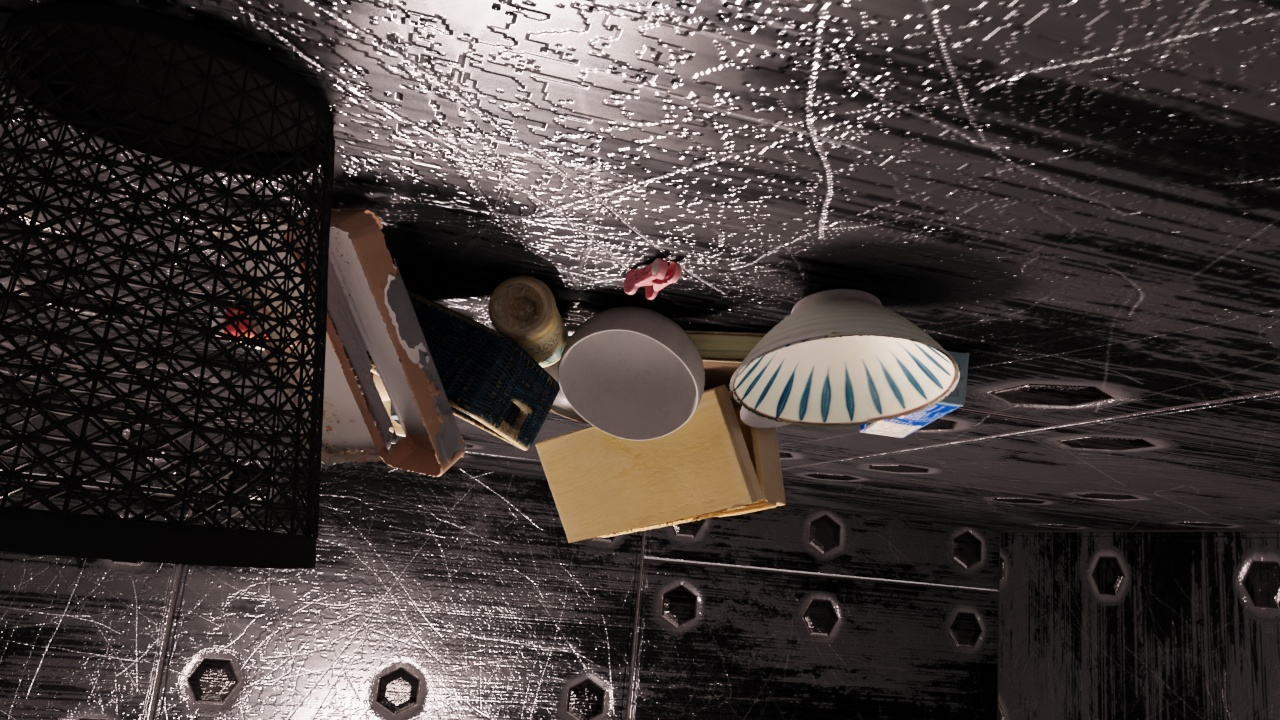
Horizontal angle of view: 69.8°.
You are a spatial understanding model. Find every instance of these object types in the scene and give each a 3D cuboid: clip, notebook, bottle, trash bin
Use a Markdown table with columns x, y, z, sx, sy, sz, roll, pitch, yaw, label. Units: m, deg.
| x | y | z | sx | sy | sz | roll | pitch | yaw | label |
| --- | --- | --- | --- | --- | --- | --- | --- | --- | --- |
| 0.015 | -0.063 | 0.716 | 0.038 | 0.022 | 0.059 | 15 | 163 | -23 | clip |
| 0.063 | 0.005 | 0.970 | 0.216 | 0.034 | 0.190 | 3 | 168 | 14 | notebook |
| -0.097 | -0.028 | 0.839 | 0.056 | 0.056 | 0.162 | 5 | 168 | 3 | bottle |
| -0.261 | -0.027 | 0.471 | 0.217 | 0.243 | 0.217 | 5 | 168 | 1 | trash bin |

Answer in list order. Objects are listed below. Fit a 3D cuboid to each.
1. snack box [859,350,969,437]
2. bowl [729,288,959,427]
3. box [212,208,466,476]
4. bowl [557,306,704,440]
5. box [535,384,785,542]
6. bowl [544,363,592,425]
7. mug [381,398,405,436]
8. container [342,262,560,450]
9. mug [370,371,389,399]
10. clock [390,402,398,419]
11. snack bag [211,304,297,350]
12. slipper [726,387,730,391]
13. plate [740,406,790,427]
| x | y | z | sx | sy | sz | roll | pitch | yaw | label |
| --- | --- | --- | --- | --- | --- | --- | --- | --- | --- |
| 0.284 | 0.038 | 0.972 | 0.059 | 0.059 | 0.226 | 8 | 167 | 3 | snack box |
| 0.161 | -0.010 | 0.741 | 0.177 | 0.070 | 0.177 | 2 | 155 | 1 | bowl |
| -0.232 | -0.008 | 0.702 | 0.154 | 0.217 | 0.058 | 3 | -147 | 30 | box |
| -0.005 | 0.005 | 0.855 | 0.132 | 0.064 | 0.132 | 8 | 130 | 10 | bowl |
| 0.014 | 0.116 | 0.988 | 0.250 | 0.140 | 0.122 | -18 | 154 | 35 | box |
| -0.078 | 0.037 | 1.048 | 0.151 | 0.056 | 0.151 | 20 | 175 | 2 | bowl |
| -0.263 | 0.028 | 1.046 | 0.097 | 0.122 | 0.081 | 1 | -172 | -15 | mug |
| -0.178 | -0.003 | 0.806 | 0.187 | 0.071 | 0.145 | 24 | 169 | 19 | container |
| -0.237 | -0.008 | 0.964 | 0.104 | 0.085 | 0.111 | -1 | -160 | -25 | mug |
| -0.306 | 0.026 | 1.098 | 0.124 | 0.088 | 0.052 | 7 | 167 | -3 | clock |
| -0.390 | -0.035 | 0.982 | 0.116 | 0.036 | 0.077 | -1 | 166 | 28 | snack bag |
| 0.099 | 0.066 | 1.120 | 0.103 | 0.059 | 0.214 | -27 | -172 | -9 | slipper |
| 0.172 | 0.013 | 0.876 | 0.172 | 0.019 | 0.173 | -18 | 154 | -9 | plate |
